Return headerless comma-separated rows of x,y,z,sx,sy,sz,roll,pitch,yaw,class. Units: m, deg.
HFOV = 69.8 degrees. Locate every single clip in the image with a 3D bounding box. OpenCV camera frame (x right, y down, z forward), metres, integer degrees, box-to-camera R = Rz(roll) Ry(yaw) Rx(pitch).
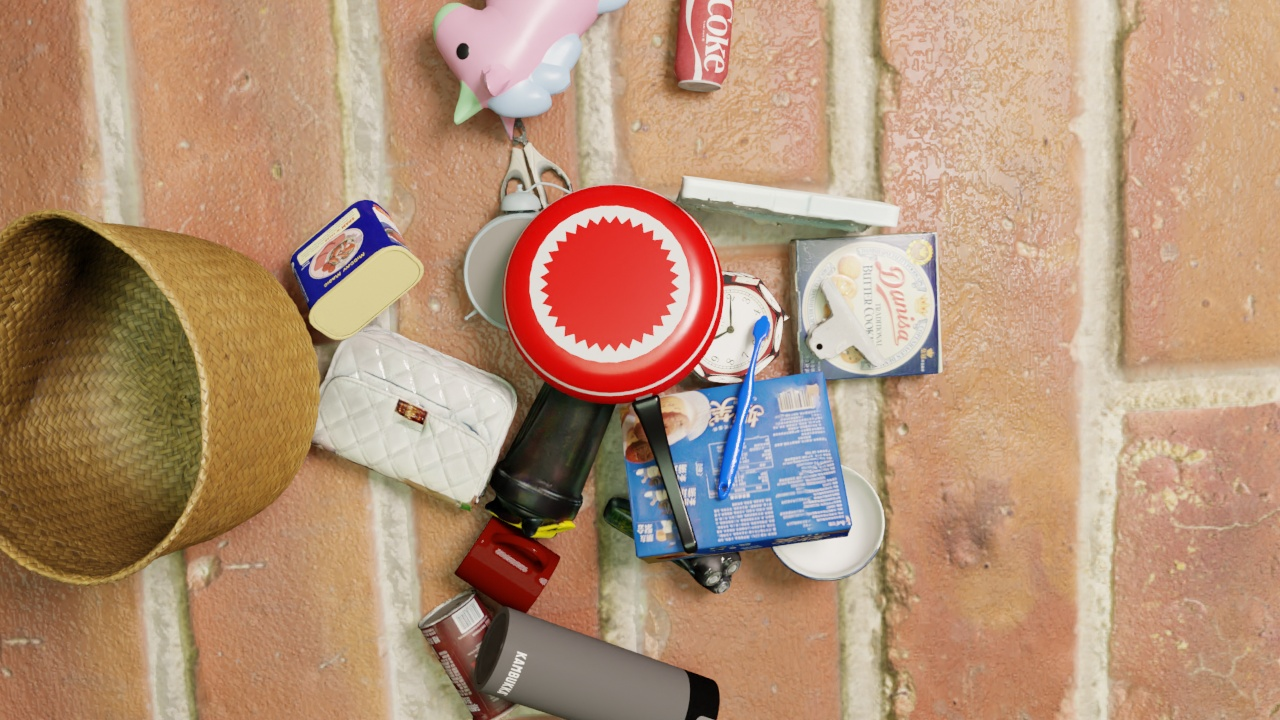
0.191,-0.025,0.894,0.058,0.050,0.102,-35,94,-7,clip

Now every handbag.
-0.232,0.058,0.930,0.195,0.072,0.139,23,96,-1,handbag

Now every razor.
0.030,0.187,0.946,0.151,0.067,0.054,26,108,5,razor

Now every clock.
-0.111,-0.100,0.921,0.122,0.045,0.159,24,102,-5,clock
0.065,-0.045,0.920,0.154,0.065,0.115,27,96,-17,clock

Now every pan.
-0.005,0.005,0.847,0.209,0.067,0.356,-17,81,1,pan

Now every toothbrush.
0.099,0.044,0.873,0.016,0.018,0.182,10,78,20,toothbrush

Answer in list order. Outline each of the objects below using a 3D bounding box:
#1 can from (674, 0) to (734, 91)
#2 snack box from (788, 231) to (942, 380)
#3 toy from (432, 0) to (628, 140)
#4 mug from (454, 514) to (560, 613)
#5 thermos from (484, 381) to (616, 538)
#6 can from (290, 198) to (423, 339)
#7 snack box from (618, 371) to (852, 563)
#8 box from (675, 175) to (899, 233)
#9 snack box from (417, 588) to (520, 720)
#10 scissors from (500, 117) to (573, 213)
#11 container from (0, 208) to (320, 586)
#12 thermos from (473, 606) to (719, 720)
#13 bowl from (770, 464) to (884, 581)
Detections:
0.062,-0.318,0.902,0.054,0.054,0.096,5,95,0,can
0.227,-0.056,0.932,0.145,0.042,0.144,-4,96,1,snack box
-0.095,-0.324,0.877,0.222,0.120,0.171,-21,82,-1,toy
-0.131,0.202,0.930,0.082,0.106,0.073,34,52,-3,mug
-0.075,0.069,0.922,0.098,0.098,0.221,25,90,-2,thermos
-0.282,-0.092,0.903,0.116,0.056,0.092,-39,53,4,can
0.091,0.107,0.899,0.203,0.069,0.155,-10,73,7,snack box
0.134,-0.149,0.877,0.197,0.134,0.041,9,98,-1,box
-0.171,0.307,0.955,0.072,0.072,0.121,-30,94,3,snack box
-0.110,-0.222,0.934,0.121,0.012,0.171,11,93,-1,scissors
-0.452,0.031,0.843,0.307,0.196,0.307,1,93,18,container
-0.040,0.325,0.920,0.240,0.082,0.082,25,95,-17,thermos
0.186,0.166,0.934,0.118,0.062,0.118,-3,73,10,bowl
